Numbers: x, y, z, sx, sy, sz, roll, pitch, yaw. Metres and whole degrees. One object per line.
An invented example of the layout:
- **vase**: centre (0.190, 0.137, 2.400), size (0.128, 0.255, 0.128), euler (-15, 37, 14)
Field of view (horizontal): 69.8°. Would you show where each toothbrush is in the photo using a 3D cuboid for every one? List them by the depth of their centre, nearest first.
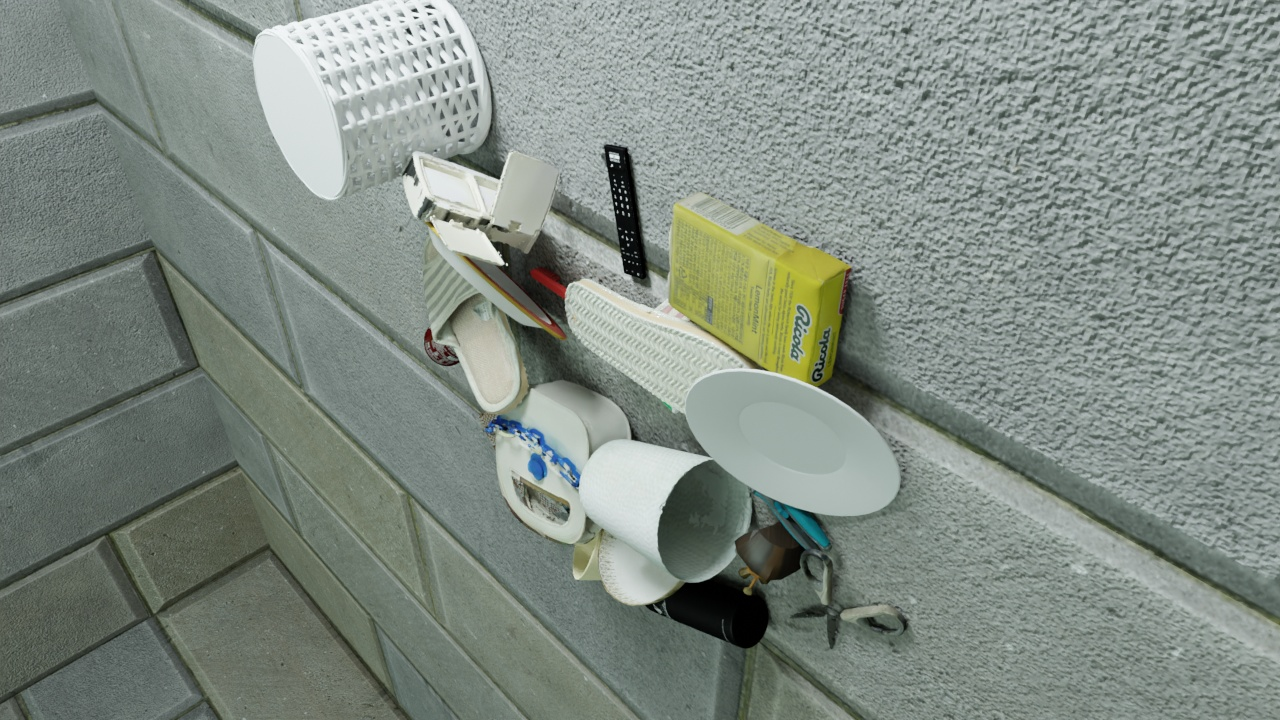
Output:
- **toothbrush**: centre (-0.048, -0.056, 1.046), size (0.212, 0.017, 0.012), euler (34, 140, 28)

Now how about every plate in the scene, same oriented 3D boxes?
- **plate**: centre (0.138, 0.075, 0.846), size (0.209, 0.015, 0.209), euler (23, 148, 15)
- **plate**: centre (-0.176, -0.096, 1.047), size (0.230, 0.021, 0.229), euler (43, -177, -3)

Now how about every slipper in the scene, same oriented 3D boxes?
- **slipper**: centre (0.027, -0.019, 0.939), size (0.263, 0.052, 0.115), euler (27, 134, 34)
- **slipper**: centre (-0.217, -0.057, 1.160), size (0.115, 0.054, 0.272), euler (-35, 70, 34)

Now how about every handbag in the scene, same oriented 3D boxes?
- **handbag**: centre (-0.113, 0.132, 1.145), size (0.201, 0.092, 0.200), euler (20, 107, 43)
- **handbag**: centre (-0.166, 0.145, 1.333), size (0.124, 0.046, 0.186), euler (-23, 97, 58)

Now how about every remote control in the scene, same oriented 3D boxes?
- **remote control**: centre (-0.015, -0.149, 0.927), size (0.030, 0.009, 0.140), euler (23, 133, 42)

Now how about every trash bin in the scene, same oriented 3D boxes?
- **trash bin**: centre (0.019, 0.155, 1.018), size (0.161, 0.133, 0.133), euler (14, 127, 51)

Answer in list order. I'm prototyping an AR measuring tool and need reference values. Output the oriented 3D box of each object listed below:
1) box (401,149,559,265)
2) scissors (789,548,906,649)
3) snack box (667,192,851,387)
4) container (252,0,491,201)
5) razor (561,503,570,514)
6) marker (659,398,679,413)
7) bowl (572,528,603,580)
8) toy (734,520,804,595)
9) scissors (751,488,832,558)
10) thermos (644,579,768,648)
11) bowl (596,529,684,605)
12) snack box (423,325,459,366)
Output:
- **box**: centre (-0.152, -0.167, 0.958), size (0.099, 0.143, 0.184), euler (-53, 44, 28)
- **scissors**: centre (0.203, 0.254, 0.948), size (0.171, 0.012, 0.157), euler (-2, 122, 49)
- **snack box**: centre (0.098, -0.065, 0.813), size (0.181, 0.045, 0.121), euler (35, 141, 36)
- **container**: centre (-0.296, -0.295, 1.020), size (0.189, 0.186, 0.190), euler (33, 140, 34)
- **razor**: centre (-0.110, 0.164, 1.255), size (0.053, 0.063, 0.140), euler (-22, 95, 59)
- **marker**: centre (-0.006, 0.006, 1.034), size (0.145, 0.017, 0.017), euler (44, 144, 22)
- **bowl**: centre (-0.034, 0.235, 1.194), size (0.074, 0.117, 0.118), euler (17, 148, -13)
- **toy**: centre (0.133, 0.214, 0.979), size (0.076, 0.062, 0.100), euler (17, 131, -4)
- **scissors**: centre (0.143, 0.139, 0.941), size (0.139, 0.019, 0.136), euler (5, 118, 53)
- **thermos**: centre (0.056, 0.296, 1.144), size (0.232, 0.061, 0.061), euler (4, 119, 52)
- **bowl**: centre (0.024, 0.229, 1.103), size (0.145, 0.145, 0.063), euler (19, 168, 45)
- **snack box**: centre (-0.249, -0.033, 1.278), size (0.122, 0.072, 0.072), euler (-15, 104, 57)
